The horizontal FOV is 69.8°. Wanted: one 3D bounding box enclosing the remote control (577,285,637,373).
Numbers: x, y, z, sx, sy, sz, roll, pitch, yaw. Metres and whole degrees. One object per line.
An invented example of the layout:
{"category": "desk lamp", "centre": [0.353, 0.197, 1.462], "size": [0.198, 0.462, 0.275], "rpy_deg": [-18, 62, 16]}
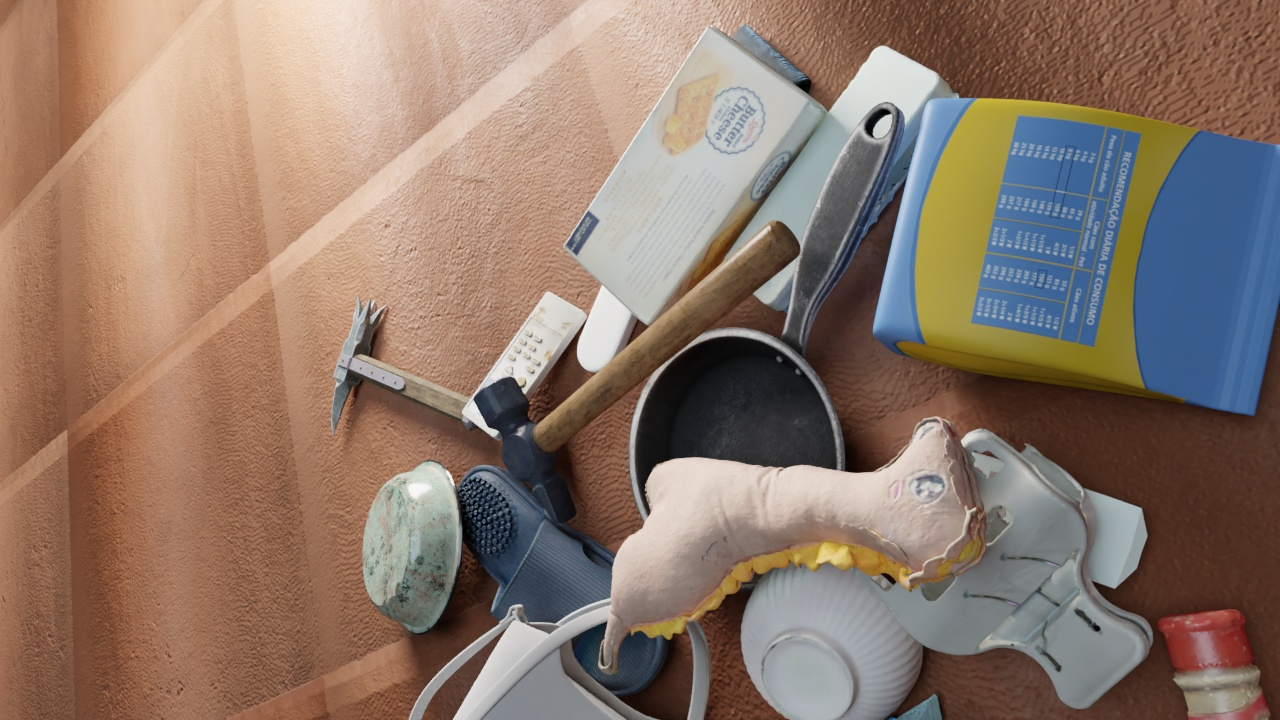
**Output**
{"category": "remote control", "centre": [-0.017, -0.053, 0.788], "size": [0.043, 0.013, 0.136], "rpy_deg": [26, 95, 36]}

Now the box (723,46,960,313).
{"category": "box", "centre": [0.141, -0.130, 0.673], "size": [0.083, 0.066, 0.199], "rpy_deg": [39, 105, 17]}

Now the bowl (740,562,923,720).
{"category": "bowl", "centre": [0.114, 0.189, 0.585], "size": [0.118, 0.062, 0.118], "rpy_deg": [6, 104, 25]}

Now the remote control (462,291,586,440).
{"category": "remote control", "centre": [-0.104, 0.004, 0.818], "size": [0.050, 0.011, 0.135], "rpy_deg": [31, 83, 36]}

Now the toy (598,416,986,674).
{"category": "toy", "centre": [0.081, 0.124, 0.562], "size": [0.265, 0.065, 0.196], "rpy_deg": [0, 69, 50]}

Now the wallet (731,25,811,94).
{"category": "wallet", "centre": [0.074, -0.208, 0.751], "size": [0.115, 0.026, 0.089], "rpy_deg": [-48, 55, 17]}

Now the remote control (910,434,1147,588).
{"category": "remote control", "centre": [0.234, 0.091, 0.569], "size": [0.143, 0.024, 0.049], "rpy_deg": [19, 95, 36]}

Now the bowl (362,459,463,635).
{"category": "bowl", "centre": [-0.214, 0.168, 0.835], "size": [0.158, 0.038, 0.157], "rpy_deg": [-18, 68, 51]}

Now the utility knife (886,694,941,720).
{"category": "utility knife", "centre": [0.130, 0.275, 0.609], "size": [0.179, 0.015, 0.031], "rpy_deg": [-44, 70, 19]}

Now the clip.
{"category": "clip", "centre": [0.221, 0.124, 0.536], "size": [0.152, 0.096, 0.126], "rpy_deg": [37, 116, 10]}

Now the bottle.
{"category": "bottle", "centre": [0.310, 0.188, 0.483], "size": [0.044, 0.044, 0.109], "rpy_deg": [-19, 69, 31]}

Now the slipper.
{"category": "slipper", "centre": [-0.091, 0.175, 0.749], "size": [0.264, 0.082, 0.101], "rpy_deg": [36, 103, 36]}

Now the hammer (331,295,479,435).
{"category": "hammer", "centre": [-0.196, 0.041, 0.887], "size": [0.317, 0.028, 0.147], "rpy_deg": [18, 89, 37]}

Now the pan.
{"category": "pan", "centre": [0.099, -0.003, 0.637], "size": [0.187, 0.055, 0.357], "rpy_deg": [38, 112, 36]}

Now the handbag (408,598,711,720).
{"category": "handbag", "centre": [-0.043, 0.259, 0.659], "size": [0.216, 0.095, 0.223], "rpy_deg": [34, 95, 7]}

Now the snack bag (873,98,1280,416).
{"category": "snack bag", "centre": [0.261, -0.063, 0.546], "size": [0.205, 0.102, 0.159], "rpy_deg": [12, 87, 27]}

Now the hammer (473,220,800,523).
{"category": "hammer", "centre": [-0.004, 0.004, 0.684], "size": [0.323, 0.040, 0.129], "rpy_deg": [-40, 75, 35]}

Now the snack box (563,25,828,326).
{"category": "snack box", "centre": [0.040, -0.137, 0.712], "size": [0.104, 0.057, 0.208], "rpy_deg": [44, 111, 20]}
